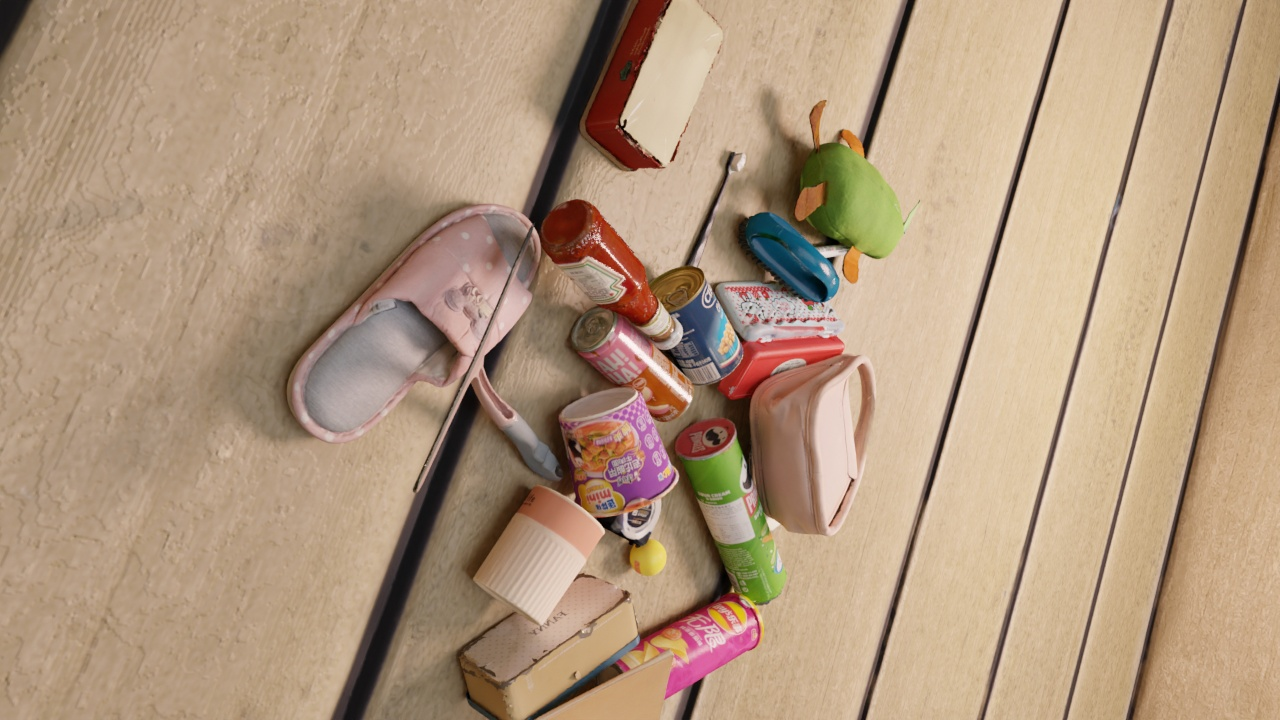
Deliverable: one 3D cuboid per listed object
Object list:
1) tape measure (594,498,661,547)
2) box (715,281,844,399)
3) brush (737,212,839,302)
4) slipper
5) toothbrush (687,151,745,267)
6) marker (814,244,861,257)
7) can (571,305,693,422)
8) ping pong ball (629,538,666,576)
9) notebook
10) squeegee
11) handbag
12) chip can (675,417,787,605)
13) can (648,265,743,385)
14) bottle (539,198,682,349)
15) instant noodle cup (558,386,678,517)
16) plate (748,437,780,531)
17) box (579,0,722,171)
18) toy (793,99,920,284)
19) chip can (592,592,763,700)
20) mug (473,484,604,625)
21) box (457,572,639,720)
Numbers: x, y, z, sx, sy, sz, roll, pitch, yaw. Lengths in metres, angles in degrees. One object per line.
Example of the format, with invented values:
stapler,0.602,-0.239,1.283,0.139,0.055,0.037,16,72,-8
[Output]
tape measure,-0.010,0.158,0.980,0.065,0.034,0.066,41,71,-42
box,0.161,-0.031,1.112,0.201,0.098,0.119,-5,132,-45
brush,0.180,-0.119,1.068,0.144,0.073,0.055,38,80,-20
slipper,-0.176,-0.036,0.770,0.273,0.054,0.114,-46,125,-30
toothbrush,0.080,-0.155,1.028,0.015,0.018,0.181,34,75,-45
marker,0.251,-0.143,1.195,0.145,0.017,0.017,-11,104,-43
can,-0.006,0.005,0.941,0.147,0.058,0.057,43,67,-39
ping pong ball,0.008,0.215,1.002,0.040,0.040,0.040,-9,103,-43
notebook,-0.042,0.381,0.920,0.149,0.012,0.212,-19,136,-27
squeegee,-0.117,0.050,0.819,0.250,0.040,0.247,69,35,-56
handbag,0.233,0.081,1.121,0.233,0.093,0.193,-34,124,-41
chip can,0.109,0.180,1.073,0.072,0.072,0.236,-41,124,-32
can,0.056,-0.035,0.982,0.075,0.075,0.111,-51,128,-26
bottle,-0.017,-0.070,0.844,0.206,0.060,0.059,44,66,-51
instant noodle cup,-0.026,0.085,0.904,0.111,0.112,0.099,-27,108,-39
plate,0.185,0.116,1.156,0.163,0.034,0.164,-26,118,-35
box,0.019,-0.277,0.906,0.091,0.076,0.168,32,75,-41
toy,0.260,-0.199,1.142,0.246,0.090,0.226,28,62,-43
chip can,0.046,0.332,1.037,0.210,0.071,0.071,-14,106,-42
mug,-0.094,0.191,0.880,0.105,0.082,0.115,-55,159,-20
box,-0.090,0.280,0.885,0.183,0.090,0.061,-27,116,-36
